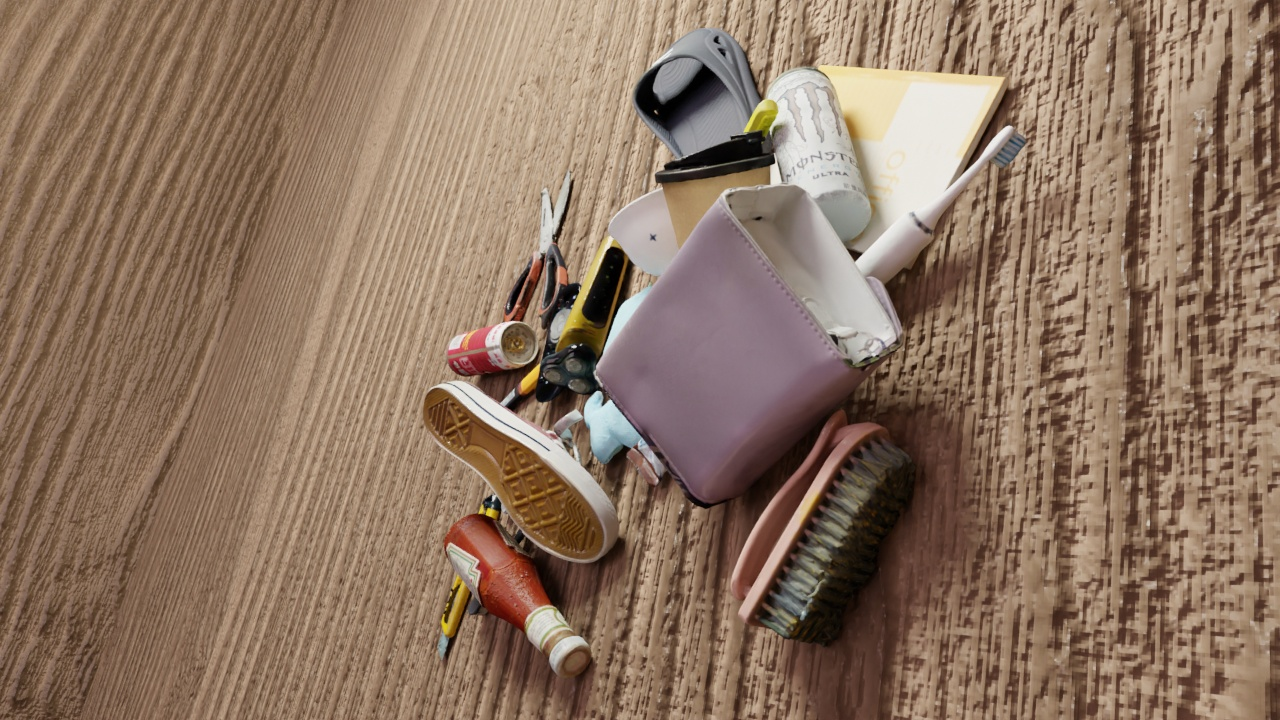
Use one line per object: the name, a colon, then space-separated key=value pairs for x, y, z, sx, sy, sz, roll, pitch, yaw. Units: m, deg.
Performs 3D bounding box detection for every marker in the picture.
marker: x=0.087 y=-0.170 z=0.742 sx=0.124 sy=0.018 sz=0.015 roll=119 pitch=144 yaw=-69
marker: x=-0.136 y=0.039 z=1.016 sx=0.124 sy=0.015 sz=0.018 roll=-41 pitch=39 yaw=37

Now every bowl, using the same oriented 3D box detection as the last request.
bowl: x=0.037 y=-0.101 z=0.795 sx=0.119 sy=0.118 sz=0.064 roll=-28 pitch=74 yaw=43

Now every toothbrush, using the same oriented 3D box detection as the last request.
toothbrush: x=0.170 y=-0.072 z=0.625 sx=0.222 sy=0.026 sz=0.026 roll=-48 pitch=14 yaw=34
toothbrush: x=-0.117 y=0.176 z=0.901 sx=0.181 sy=0.018 sz=0.015 roll=-59 pitch=36 yaw=6

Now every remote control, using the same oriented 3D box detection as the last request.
remote control: x=-0.080 y=-0.017 z=0.962 sx=0.053 sy=0.024 sz=0.136 roll=-16 pitch=56 yaw=49

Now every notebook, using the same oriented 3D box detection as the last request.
notebook: x=0.171 y=-0.159 z=0.713 sx=0.146 sy=0.010 sz=0.206 roll=-63 pitch=33 yaw=6

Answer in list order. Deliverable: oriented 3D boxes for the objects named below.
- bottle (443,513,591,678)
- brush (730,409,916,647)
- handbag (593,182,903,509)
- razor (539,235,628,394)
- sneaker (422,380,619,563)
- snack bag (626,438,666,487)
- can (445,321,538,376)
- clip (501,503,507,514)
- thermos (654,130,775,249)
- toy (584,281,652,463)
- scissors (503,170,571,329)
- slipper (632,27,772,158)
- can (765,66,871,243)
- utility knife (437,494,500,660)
bottle: x=-0.111 y=0.208 z=0.822 sx=0.206 sy=0.059 sz=0.060 roll=33 pitch=97 yaw=48
brush: x=0.113 y=0.103 z=0.577 sx=0.073 sy=0.063 sz=0.145 roll=31 pitch=95 yaw=47
handbag: x=0.071 y=-0.004 z=0.632 sx=0.145 sy=0.098 sz=0.198 roll=61 pitch=139 yaw=22
razor: x=-0.046 y=-0.049 z=0.913 sx=0.068 sy=0.062 sz=0.167 roll=138 pitch=153 yaw=-68
sneaker: x=-0.097 y=0.089 z=0.844 sx=0.241 sy=0.087 sz=0.118 roll=34 pitch=121 yaw=30
snack bag: x=0.030 y=0.055 z=0.759 sx=0.105 sy=0.026 sz=0.045 roll=-53 pitch=53 yaw=18
can: x=-0.173 y=-0.012 z=1.063 sx=0.133 sy=0.053 sz=0.053 roll=-9 pitch=62 yaw=52
clip: x=-0.129 y=0.132 z=0.942 sx=0.027 sy=0.044 sz=0.058 roll=22 pitch=93 yaw=56
thermos: x=0.065 y=-0.100 z=0.711 sx=0.093 sy=0.092 sz=0.143 roll=12 pitch=116 yaw=56
toy: x=-0.005 y=0.005 z=0.821 sx=0.162 sy=0.049 sz=0.156 roll=-31 pitch=56 yaw=48
scissors: x=-0.115 y=-0.121 z=1.088 sx=0.225 sy=0.015 sz=0.189 roll=-60 pitch=33 yaw=8
slipper: x=0.049 y=-0.258 z=0.882 sx=0.111 sy=0.083 sz=0.267 roll=-45 pitch=37 yaw=25
can: x=0.133 y=-0.157 z=0.701 sx=0.058 sy=0.058 sz=0.146 roll=-37 pitch=43 yaw=37
utility knife: x=-0.182 y=0.223 z=0.958 sx=0.033 sy=0.015 sz=0.177 roll=2 pitch=71 yaw=58
